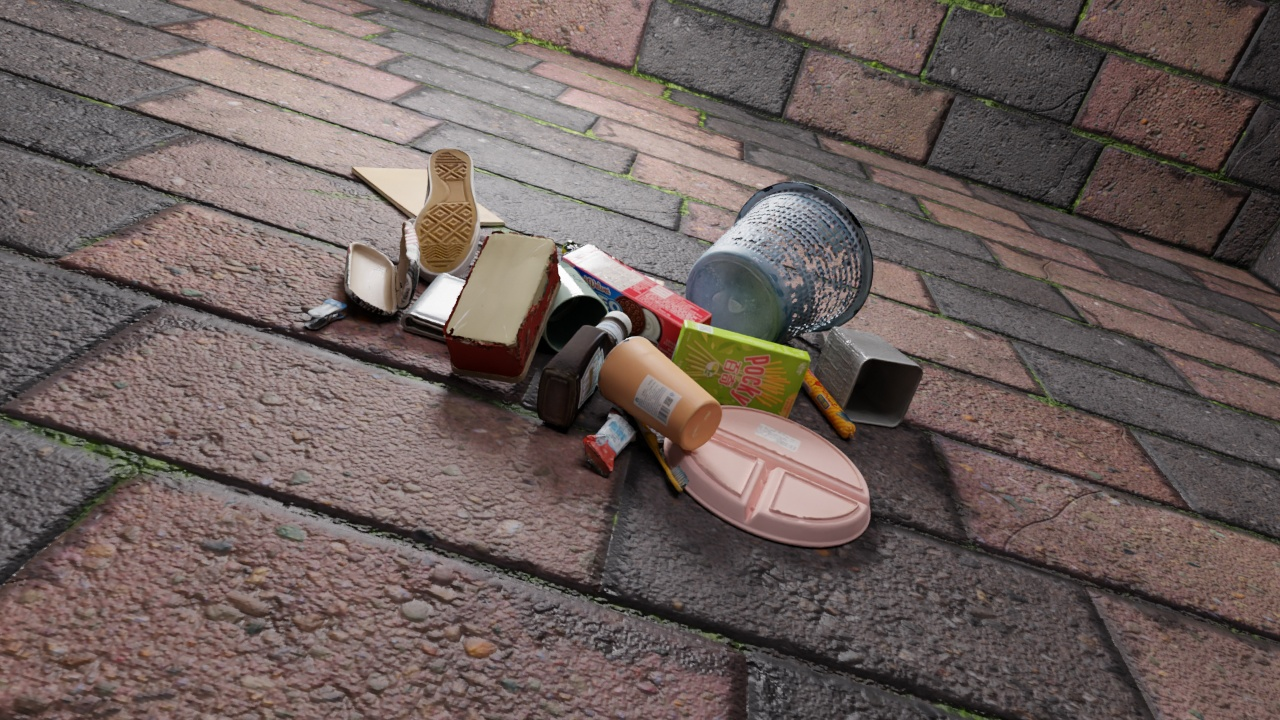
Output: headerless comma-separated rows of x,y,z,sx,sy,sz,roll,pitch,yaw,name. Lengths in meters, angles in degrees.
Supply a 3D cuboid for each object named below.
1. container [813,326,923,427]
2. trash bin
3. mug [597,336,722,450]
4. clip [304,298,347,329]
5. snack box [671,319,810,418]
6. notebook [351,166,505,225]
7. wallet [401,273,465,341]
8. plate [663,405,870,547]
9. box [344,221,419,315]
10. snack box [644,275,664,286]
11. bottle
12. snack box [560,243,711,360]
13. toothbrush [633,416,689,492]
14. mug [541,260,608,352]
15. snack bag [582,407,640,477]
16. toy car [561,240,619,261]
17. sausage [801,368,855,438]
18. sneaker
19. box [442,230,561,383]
0.289,0.017,1.193,0.090,0.090,0.114,10,23,-19,container
0.172,-0.108,1.252,0.227,0.227,0.194,31,41,24,trash bin
0.022,0.037,0.948,0.078,0.078,0.123,-8,33,-42,mug
-0.342,-0.049,0.994,0.025,0.036,0.057,22,22,4,clip
0.114,0.012,1.087,0.156,0.086,0.026,15,24,-8,snack box
-0.328,-0.254,1.418,0.149,0.012,0.211,-10,37,-46,notebook
-0.208,-0.060,1.078,0.106,0.037,0.129,17,27,-1,wallet
0.137,0.113,0.969,0.229,0.028,0.229,14,25,-7,plate
-0.304,-0.110,1.076,0.087,0.076,0.162,2,31,-19,box
-0.013,-0.085,1.267,0.075,0.025,0.152,18,25,1,snack box
-0.055,-0.002,1.001,0.044,0.080,0.194,17,30,11,bottle
-0.011,-0.074,1.156,0.207,0.057,0.058,32,43,24,snack box
0.012,0.077,0.963,0.016,0.018,0.191,48,6,-35,toothbrush
-0.087,-0.064,1.122,0.111,0.082,0.106,25,16,-40,mug
-0.028,0.078,0.925,0.045,0.026,0.105,45,25,0,snack bag
-0.074,-0.150,1.353,0.048,0.032,0.105,33,18,29,toy car
0.232,0.050,1.161,0.021,0.021,0.165,7,28,-22,sausage
-0.259,-0.180,1.233,0.118,0.088,0.240,1,50,-8,sneaker
-0.146,-0.066,0.997,0.091,0.078,0.167,9,51,8,box
